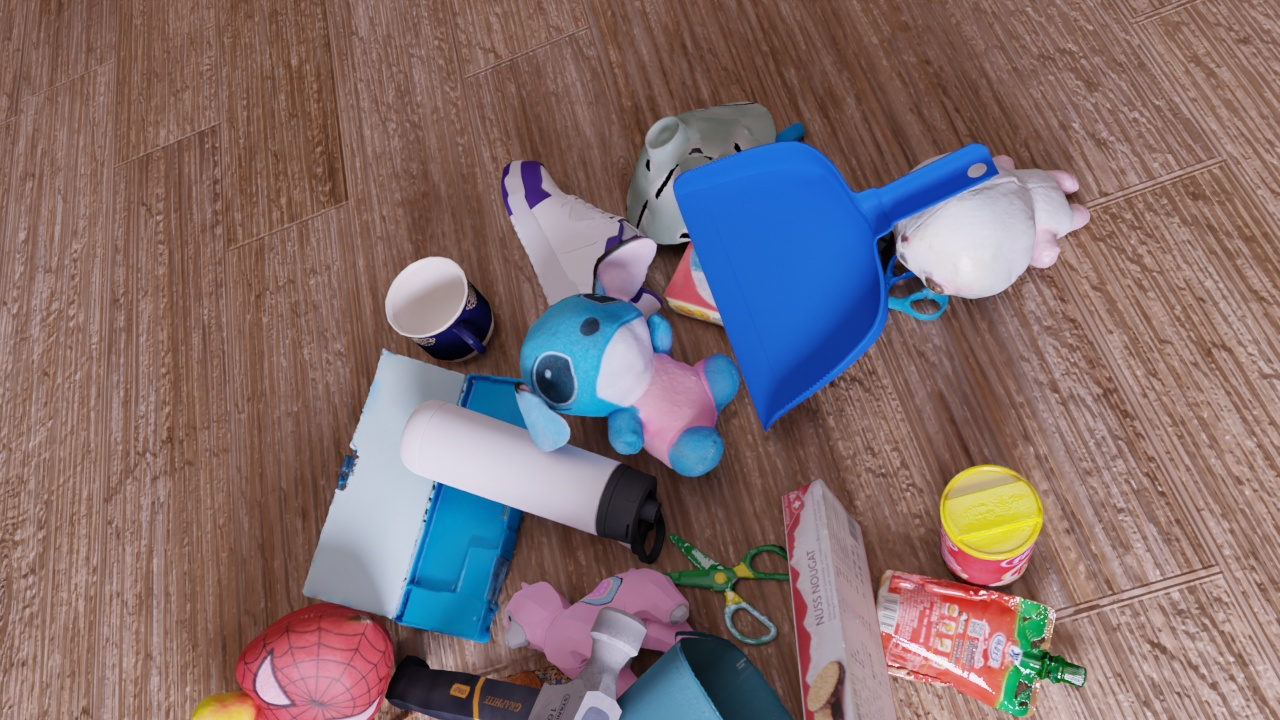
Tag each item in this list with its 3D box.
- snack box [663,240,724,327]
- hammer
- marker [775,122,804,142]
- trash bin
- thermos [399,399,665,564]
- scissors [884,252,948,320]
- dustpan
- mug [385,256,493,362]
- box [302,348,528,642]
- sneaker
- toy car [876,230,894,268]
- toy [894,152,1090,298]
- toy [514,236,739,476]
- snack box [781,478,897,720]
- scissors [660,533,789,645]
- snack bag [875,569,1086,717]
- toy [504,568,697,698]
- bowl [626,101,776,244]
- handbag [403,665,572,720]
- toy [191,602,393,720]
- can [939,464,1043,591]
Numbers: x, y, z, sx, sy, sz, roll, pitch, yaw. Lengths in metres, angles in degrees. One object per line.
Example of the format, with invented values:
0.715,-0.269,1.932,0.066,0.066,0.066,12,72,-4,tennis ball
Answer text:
0.116,-0.095,0.868,0.143,0.040,0.144,19,74,26,snack box
-0.118,0.252,0.696,0.313,0.035,0.139,-17,41,53,hammer
0.114,-0.202,0.933,0.123,0.015,0.018,-34,58,4,marker
0.018,0.336,0.636,0.219,0.196,0.199,-40,61,5,trash bin
-0.091,0.106,0.798,0.230,0.101,0.068,17,54,15,thermos
0.209,-0.062,0.845,0.135,0.016,0.083,-14,61,19,scissors
0.169,-0.102,0.769,0.258,0.059,0.245,-25,74,19,dustpan
-0.185,-0.037,0.910,0.085,0.089,0.112,-46,62,-6,mug
-0.191,0.124,0.861,0.175,0.060,0.243,12,70,3,box
-0.055,-0.121,0.910,0.111,0.092,0.244,-26,66,3,sneaker
0.214,-0.109,0.838,0.036,0.042,0.091,21,63,27,toy car
0.306,-0.126,0.799,0.179,0.102,0.138,-13,64,-14,toy
-0.005,0.005,0.795,0.191,0.099,0.223,28,54,-5,toy
0.141,0.208,0.644,0.044,0.076,0.272,-29,33,23,snack box
0.067,0.194,0.775,0.132,0.012,0.108,-4,66,16,scissors
0.252,0.214,0.691,0.155,0.044,0.087,12,89,20,snack bag
-0.036,0.216,0.760,0.123,0.067,0.158,-33,31,-30,toy
0.040,-0.203,0.897,0.175,0.068,0.174,-22,51,29,bowl
-0.140,0.312,0.774,0.196,0.043,0.093,-11,62,16,handbag
-0.292,0.291,0.769,0.216,0.147,0.099,-54,37,5,toy
0.257,0.127,0.681,0.067,0.124,0.066,-7,63,15,can
